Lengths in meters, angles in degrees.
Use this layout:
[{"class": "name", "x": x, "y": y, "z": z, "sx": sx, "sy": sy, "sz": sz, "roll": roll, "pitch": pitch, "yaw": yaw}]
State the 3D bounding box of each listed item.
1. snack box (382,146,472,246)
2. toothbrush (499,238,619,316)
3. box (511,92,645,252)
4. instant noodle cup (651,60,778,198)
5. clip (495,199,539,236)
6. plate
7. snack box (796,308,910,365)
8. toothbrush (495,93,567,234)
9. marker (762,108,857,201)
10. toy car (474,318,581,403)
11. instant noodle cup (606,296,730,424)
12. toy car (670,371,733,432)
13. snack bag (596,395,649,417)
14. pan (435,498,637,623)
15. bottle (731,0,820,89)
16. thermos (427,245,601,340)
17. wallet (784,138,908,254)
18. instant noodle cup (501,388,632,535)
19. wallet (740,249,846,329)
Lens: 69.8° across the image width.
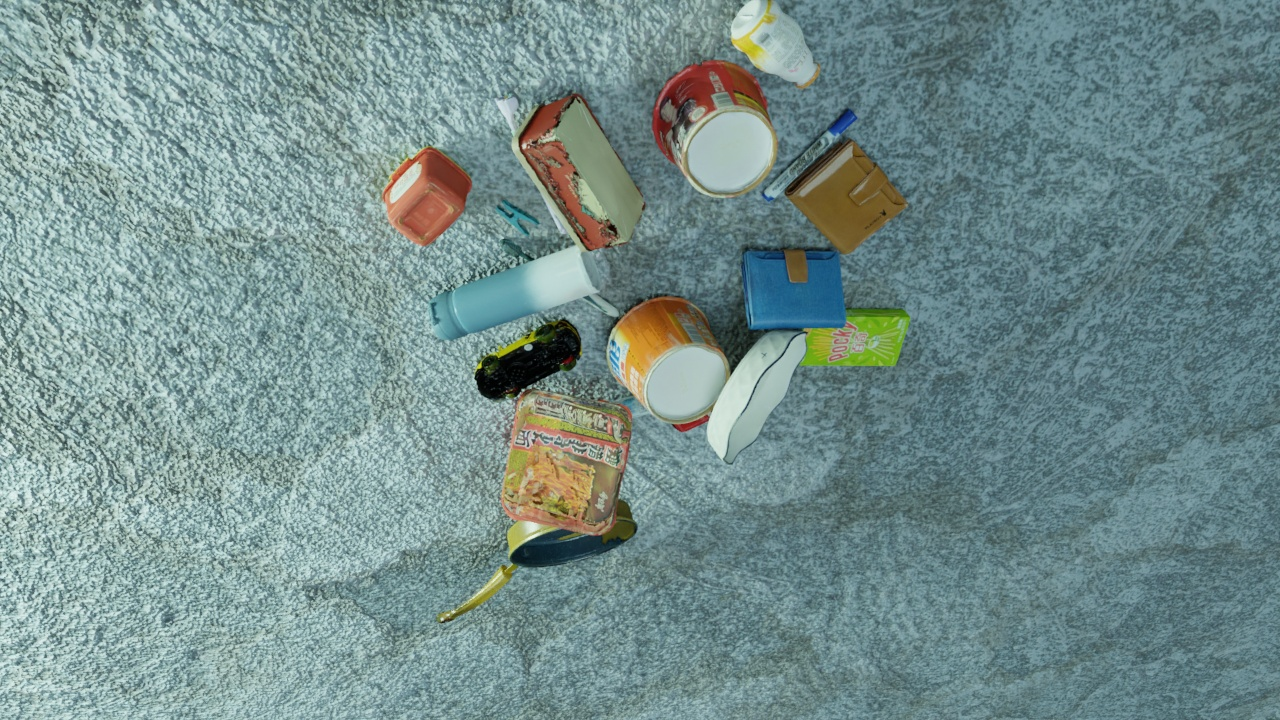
[{"class": "snack box", "x": -0.246, "y": -0.185, "z": 1.049, "sx": 0.091, "sy": 0.080, "sz": 0.082, "roll": -40, "pitch": 123, "yaw": 18}, {"class": "toothbrush", "x": -0.101, "y": -0.102, "z": 1.177, "sx": 0.191, "sy": 0.018, "sz": 0.016, "roll": 31, "pitch": 116, "yaw": -28}, {"class": "box", "x": -0.061, "y": -0.211, "z": 1.045, "sx": 0.079, "sy": 0.091, "sz": 0.168, "roll": -8, "pitch": 134, "yaw": 33}, {"class": "instant noodle cup", "x": 0.088, "y": -0.257, "z": 1.043, "sx": 0.138, "sy": 0.108, "sz": 0.138, "roll": -5, "pitch": 127, "yaw": -7}, {"class": "clip", "x": -0.151, "y": -0.174, "z": 1.117, "sx": 0.056, "sy": 0.014, "sz": 0.041, "roll": 33, "pitch": 114, "yaw": -29}, {"class": "plate", "x": 0.154, "y": 0.043, "z": 1.231, "sx": 0.045, "sy": 0.204, "sz": 0.205, "roll": 31, "pitch": 124, "yaw": 18}, {"class": "snack box", "x": 0.296, "y": -0.033, "z": 1.302, "sx": 0.156, "sy": 0.026, "sz": 0.086, "roll": 1, "pitch": 125, "yaw": -11}, {"class": "toothbrush", "x": -0.123, "y": -0.226, "z": 1.082, "sx": 0.029, "sy": 0.021, "sz": 0.189, "roll": 7, "pitch": 138, "yaw": 32}, {"class": "marker", "x": 0.207, "y": -0.251, "z": 1.129, "sx": 0.017, "sy": 0.016, "sz": 0.146, "roll": 35, "pitch": 113, "yaw": -30}, {"class": "toy car", "x": -0.152, "y": 0.000, "z": 1.227, "sx": 0.156, "sy": 0.041, "sz": 0.071, "roll": -29, "pitch": 126, "yaw": 8}, {"class": "instant noodle cup", "x": 0.042, "y": 0.006, "z": 1.211, "sx": 0.151, "sy": 0.111, "sz": 0.152, "roll": -10, "pitch": 122, "yaw": -16}, {"class": "toy car", "x": 0.093, "y": 0.061, "z": 1.321, "sx": 0.121, "sy": 0.045, "sz": 0.053, "roll": -31, "pitch": 127, "yaw": 9}, {"class": "snack bag", "x": -0.014, "y": 0.066, "z": 1.312, "sx": 0.105, "sy": 0.026, "sz": 0.045, "roll": -13, "pitch": 89, "yaw": 1}, {"class": "pan", "x": -0.169, "y": 0.307, "z": 1.396, "sx": 0.358, "sy": 0.078, "sz": 0.197, "roll": -24, "pitch": 153, "yaw": 16}, {"class": "bottle", "x": 0.152, "y": -0.348, "z": 1.017, "sx": 0.108, "sy": 0.063, "sz": 0.063, "roll": 33, "pitch": 114, "yaw": -29}, {"class": "thermos", "x": -0.160, "y": -0.082, "z": 1.140, "sx": 0.221, "sy": 0.070, "sz": 0.070, "roll": -18, "pitch": 128, "yaw": 13}, {"class": "wallet", "x": 0.262, "y": -0.206, "z": 1.165, "sx": 0.108, "sy": 0.031, "sz": 0.131, "roll": -39, "pitch": 125, "yaw": 20}, {"class": "instant noodle cup", "x": -0.098, "y": 0.139, "z": 1.275, "sx": 0.164, "sy": 0.079, "sz": 0.189, "roll": 12, "pitch": 93, "yaw": 8}, {"class": "wallet", "x": 0.201, "y": -0.093, "z": 1.200, "sx": 0.133, "sy": 0.106, "sz": 0.040, "roll": -1, "pitch": 167, "yaw": -12}]
